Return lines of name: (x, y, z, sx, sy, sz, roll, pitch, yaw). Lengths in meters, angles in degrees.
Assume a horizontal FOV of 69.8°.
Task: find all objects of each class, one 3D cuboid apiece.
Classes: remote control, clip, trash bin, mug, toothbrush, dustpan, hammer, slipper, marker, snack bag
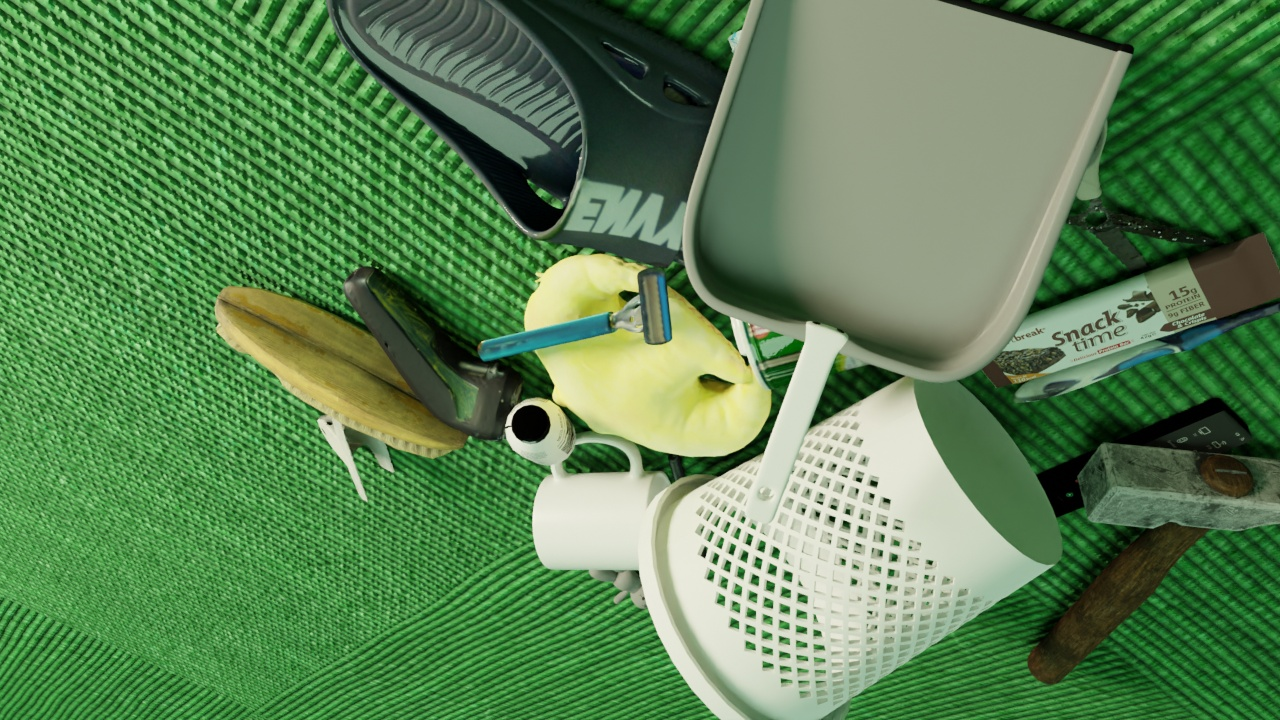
remote control: (0.313, 0.070, 0.600, 0.034, 0.013, 0.150, 35, 133, -20)
clip: (-0.231, 0.065, 0.732, 0.052, 0.057, 0.102, -9, 136, -10)
trash bin: (0.137, 0.114, 0.585, 0.195, 0.195, 0.200, 36, 123, -21)
mug: (-0.029, 0.105, 0.698, 0.091, 0.073, 0.110, -4, 108, 19)
toothbrush: (0.304, -0.007, 0.520, 0.189, 0.017, 0.016, -24, 125, 33)
dustpan: (0.097, -0.041, 0.432, 0.163, 0.033, 0.258, 19, 109, 6)
hammer: (0.385, 0.167, 0.659, 0.218, 0.037, 0.301, 6, 140, 2)
slipper: (-0.038, -0.117, 0.455, 0.268, 0.083, 0.111, 30, 133, -15)
marker: (0.040, 0.125, 0.733, 0.011, 0.011, 0.152, -1, 134, 16)
snack bag: (0.266, -0.023, 0.513, 0.158, 0.013, 0.057, -23, 133, 33)

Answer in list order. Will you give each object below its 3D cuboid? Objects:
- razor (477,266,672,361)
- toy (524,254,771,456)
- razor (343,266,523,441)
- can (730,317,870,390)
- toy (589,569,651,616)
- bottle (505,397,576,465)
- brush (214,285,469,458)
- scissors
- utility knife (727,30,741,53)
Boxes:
razor: (-0.040, -0.018, 0.531, 0.144, 0.042, 0.022, -12, 169, 36)
toy: (-0.003, 0.003, 0.579, 0.170, 0.064, 0.155, 39, 142, -13)
razor: (-0.136, -0.007, 0.624, 0.067, 0.053, 0.151, -26, 117, 26)
can: (0.113, -0.030, 0.487, 0.121, 0.067, 0.067, -15, 129, 17)
toy: (0.004, 0.205, 0.810, 0.111, 0.030, 0.049, 38, 104, -19)
bottle: (-0.068, 0.048, 0.622, 0.041, 0.041, 0.116, 12, 171, 3)
brush: (-0.210, 0.010, 0.650, 0.195, 0.059, 0.043, 32, 143, -15)
scissors: (0.217, -0.081, 0.472, 0.166, 0.012, 0.157, -7, 139, 24)
utility knife: (0.104, -0.100, 0.480, 0.022, 0.015, 0.179, -23, 124, 33)
